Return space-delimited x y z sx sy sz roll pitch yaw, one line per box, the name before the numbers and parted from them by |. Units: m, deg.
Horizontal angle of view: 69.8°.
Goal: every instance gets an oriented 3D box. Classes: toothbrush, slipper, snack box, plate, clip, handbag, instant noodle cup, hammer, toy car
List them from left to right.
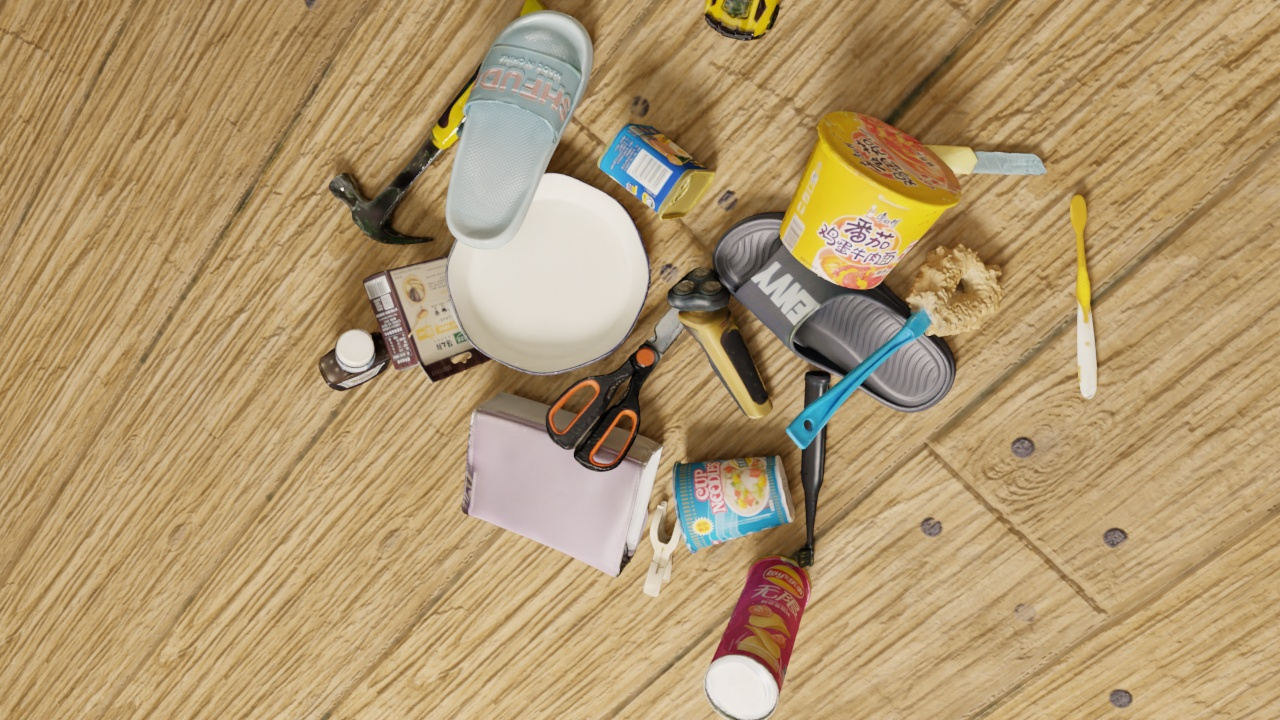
snack box | -0.223 -0.045 0.993 0.053 0.113 0.125 -12 98 37
hammer | -0.202 -0.249 0.986 0.324 0.031 0.126 -42 88 22
slipper | -0.127 -0.228 0.892 0.104 0.074 0.245 20 90 1
plate | -0.094 -0.086 0.946 0.205 0.045 0.205 0 87 -1
handbag | -0.088 0.132 1.003 0.197 0.098 0.145 18 106 13
clip | 0.025 0.207 1.013 0.035 0.071 0.100 16 104 14
instant noodle cup | 0.098 0.142 0.952 0.110 0.099 0.099 -14 98 13
toy car | 0.110 -0.375 0.848 0.071 0.041 0.156 28 108 10
toothbrush | 0.177 0.116 0.949 0.026 0.027 0.213 19 113 52
slipper | 0.186 -0.045 0.880 0.268 0.083 0.111 38 109 5
instant noodle cup | 0.198 -0.138 0.824 0.138 0.137 0.110 33 129 8
toothbrush | 0.405 -0.057 0.841 0.016 0.018 0.191 -5 104 21

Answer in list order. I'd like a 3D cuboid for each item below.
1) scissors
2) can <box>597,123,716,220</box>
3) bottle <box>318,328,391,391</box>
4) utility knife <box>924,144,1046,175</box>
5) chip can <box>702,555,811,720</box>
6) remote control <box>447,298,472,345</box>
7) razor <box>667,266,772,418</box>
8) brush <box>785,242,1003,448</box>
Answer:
scissors | 0.008 0.018 0.938 0.235 0.022 0.142 -30 82 -5
can | 0.016 -0.185 0.892 0.083 0.102 0.057 39 111 9
bottle | -0.309 -0.003 0.995 0.079 0.195 0.044 -28 92 -18
utility knife | 0.264 -0.185 0.853 0.211 0.021 0.031 8 110 23
chip can | 0.120 0.269 0.906 0.071 0.210 0.071 4 104 17
remote control | -0.130 -0.075 0.980 0.150 0.021 0.058 -30 89 -2
razor | 0.087 -0.013 0.923 0.068 0.062 0.167 -4 121 53
brush | 0.230 -0.012 0.836 0.254 0.046 0.083 -41 100 -7
